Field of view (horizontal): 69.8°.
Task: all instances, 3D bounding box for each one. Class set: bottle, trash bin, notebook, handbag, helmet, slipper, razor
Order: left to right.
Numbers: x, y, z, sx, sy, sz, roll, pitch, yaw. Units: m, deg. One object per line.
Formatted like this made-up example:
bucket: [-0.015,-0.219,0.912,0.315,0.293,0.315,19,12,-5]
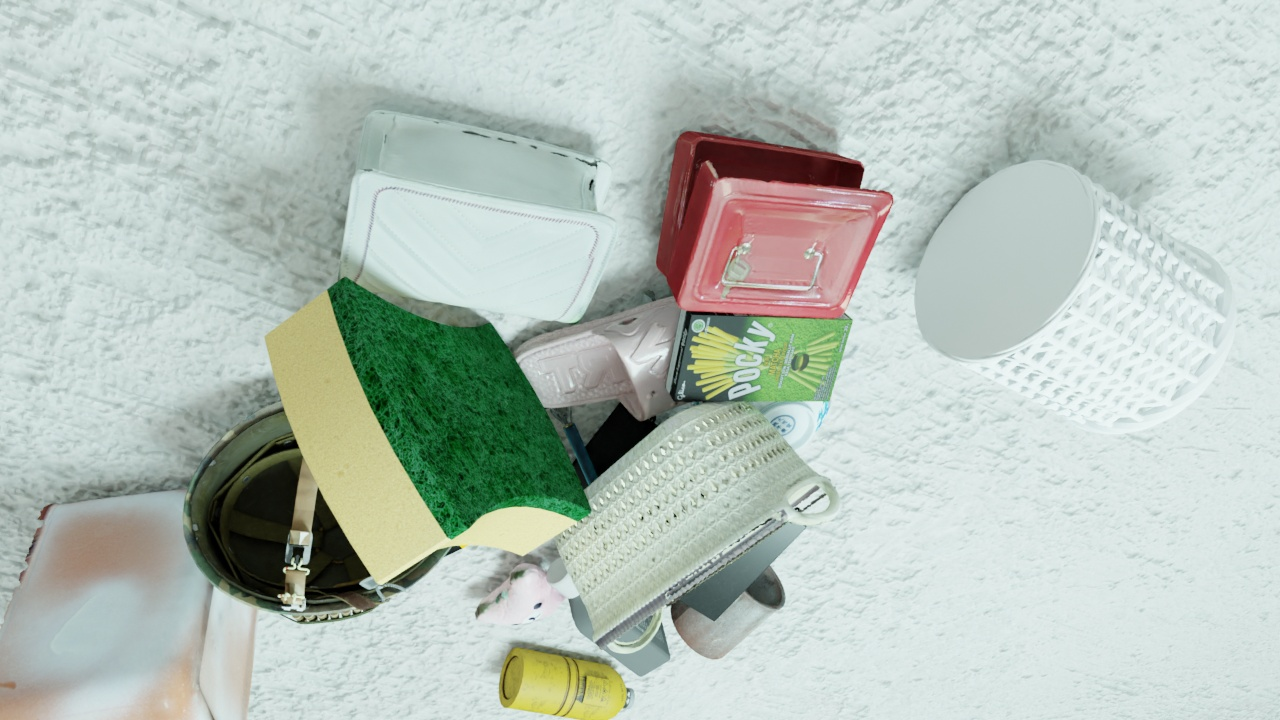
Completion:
trash bin: [-0.439,0.252,0.811,0.157,0.259,0.182,-9,127,-11]
helmet: [-0.268,0.125,0.786,0.224,0.192,0.236,-1,154,4]
handbag: [-0.127,-0.104,0.719,0.198,0.096,0.142,9,139,-19]
bottle: [-0.083,0.399,1.115,0.163,0.071,0.071,20,119,-25]
razor: [-0.061,0.089,0.908,0.042,0.022,0.144,-21,112,3]
bottle: [-0.038,0.275,1.026,0.046,0.083,0.174,-35,125,13]
slipper: [-0.005,0.005,0.813,0.239,0.064,0.094,-10,122,12]
notebook: [0.033,0.159,0.951,0.231,0.019,0.169,33,115,-10]

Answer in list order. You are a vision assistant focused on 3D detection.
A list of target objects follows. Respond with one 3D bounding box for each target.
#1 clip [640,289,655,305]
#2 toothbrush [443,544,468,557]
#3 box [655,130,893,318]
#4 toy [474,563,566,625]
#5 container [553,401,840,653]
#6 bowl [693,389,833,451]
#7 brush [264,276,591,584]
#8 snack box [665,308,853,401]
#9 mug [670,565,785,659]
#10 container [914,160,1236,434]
clip: [0.022,-0.016,0.856,0.054,0.040,0.102,6,127,-1]
toothbrush: [-0.265,0.211,0.961,0.197,0.030,0.031,-19,107,5]
box: [0.100,-0.111,0.751,0.157,0.117,0.136,4,123,-19]
toy: [-0.123,0.263,1.019,0.095,0.052,0.099,21,123,-40]
container: [0.039,0.144,0.823,0.252,0.143,0.184,-43,165,30]
bowl: [0.129,0.045,0.897,0.144,0.074,0.144,-6,127,-8]
brush: [-0.151,0.055,0.708,0.075,0.195,0.250,-33,165,12]
snack box: [0.101,-0.006,0.781,0.147,0.025,0.080,1,118,-18]
mug: [0.108,0.278,1.068,0.110,0.096,0.122,-44,154,25]
container: [0.376,-0.052,0.808,0.186,0.189,0.190,22,118,-25]
